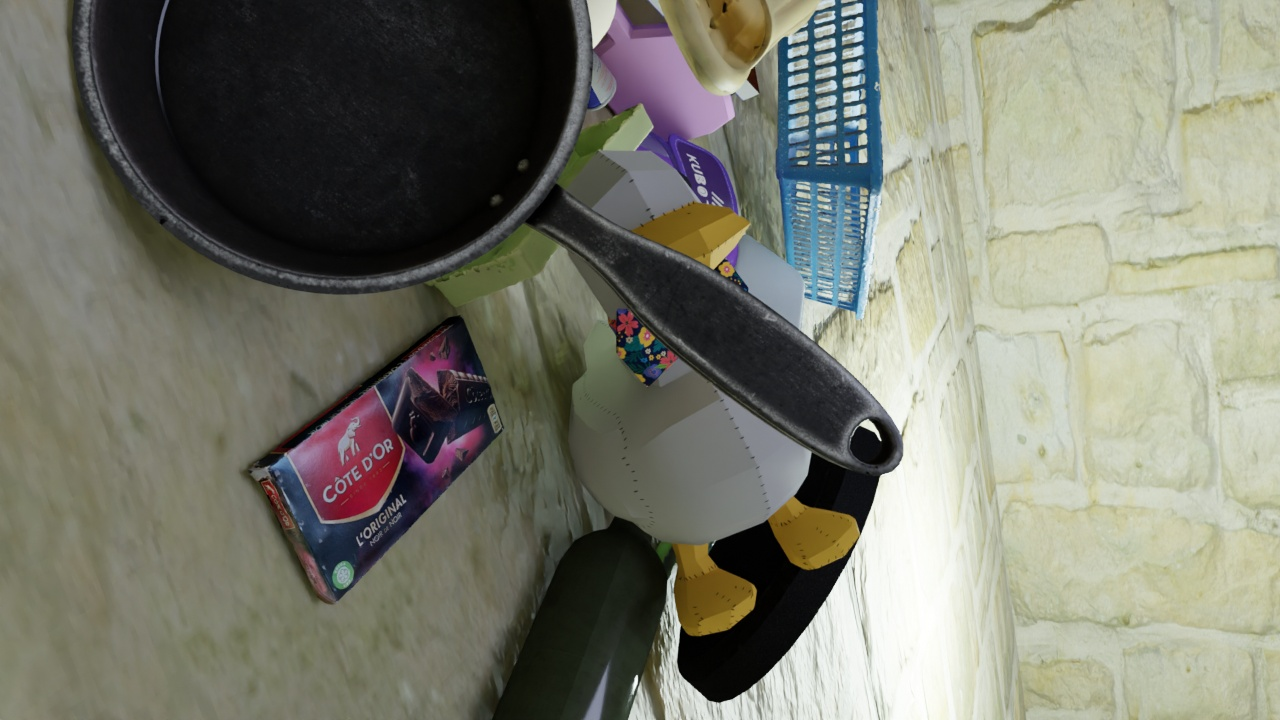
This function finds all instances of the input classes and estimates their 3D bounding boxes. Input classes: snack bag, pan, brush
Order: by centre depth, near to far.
[{"bbox_3d":[-0.046,-0.068,0.357,0.187,0.357,0.055,-53,-174,-5],"label":"pan"},{"bbox_3d":[-0.121,0.042,0.454,0.154,0.018,0.075,-50,130,-52],"label":"snack bag"},{"bbox_3d":[-0.007,-0.235,0.648,0.228,0.089,0.043,38,48,-55],"label":"brush"},{"bbox_3d":[0.110,0.110,0.725,0.034,0.226,0.355,33,30,-3],"label":"pan"}]

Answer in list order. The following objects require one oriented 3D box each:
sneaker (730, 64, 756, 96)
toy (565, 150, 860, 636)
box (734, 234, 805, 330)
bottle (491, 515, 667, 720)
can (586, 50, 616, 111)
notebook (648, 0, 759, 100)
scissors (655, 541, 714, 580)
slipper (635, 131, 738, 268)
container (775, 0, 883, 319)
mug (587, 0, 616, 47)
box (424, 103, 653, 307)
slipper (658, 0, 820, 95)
[{"bbox_3d":[0.085,-0.316,0.766,0.236,0.089,0.087,109,4,-46],"label":"sneaker"},{"bbox_3d":[0.020,0.012,0.514,0.140,0.247,0.267,-28,106,-14],"label":"toy"},{"bbox_3d":[0.108,-0.029,0.844,0.122,0.083,0.214,59,37,-46],"label":"box"},{"bbox_3d":[-0.026,0.158,0.556,0.071,0.072,0.206,64,34,-34],"label":"bottle"},{"bbox_3d":[-0.052,-0.207,0.615,0.095,0.032,0.032,38,52,-55],"label":"can"},{"bbox_3d":[0.027,-0.311,0.639,0.171,0.022,0.209,21,57,-57],"label":"notebook"},{"bbox_3d":[0.047,0.108,0.720,0.171,0.025,0.160,-61,148,-13],"label":"scissors"},{"bbox_3d":[0.042,-0.120,0.726,0.266,0.084,0.107,-1,86,-63],"label":"slipper"},{"bbox_3d":[0.189,-0.213,0.937,0.362,0.089,0.256,55,36,-71],"label":"container"},{"bbox_3d":[-0.072,-0.179,0.498,0.099,0.096,0.120,-54,127,-38],"label":"mug"},{"bbox_3d":[-0.061,-0.113,0.532,0.187,0.083,0.091,-64,144,-45],"label":"box"},{"bbox_3d":[0.073,-0.262,0.593,0.111,0.079,0.260,58,29,-24],"label":"slipper"}]
